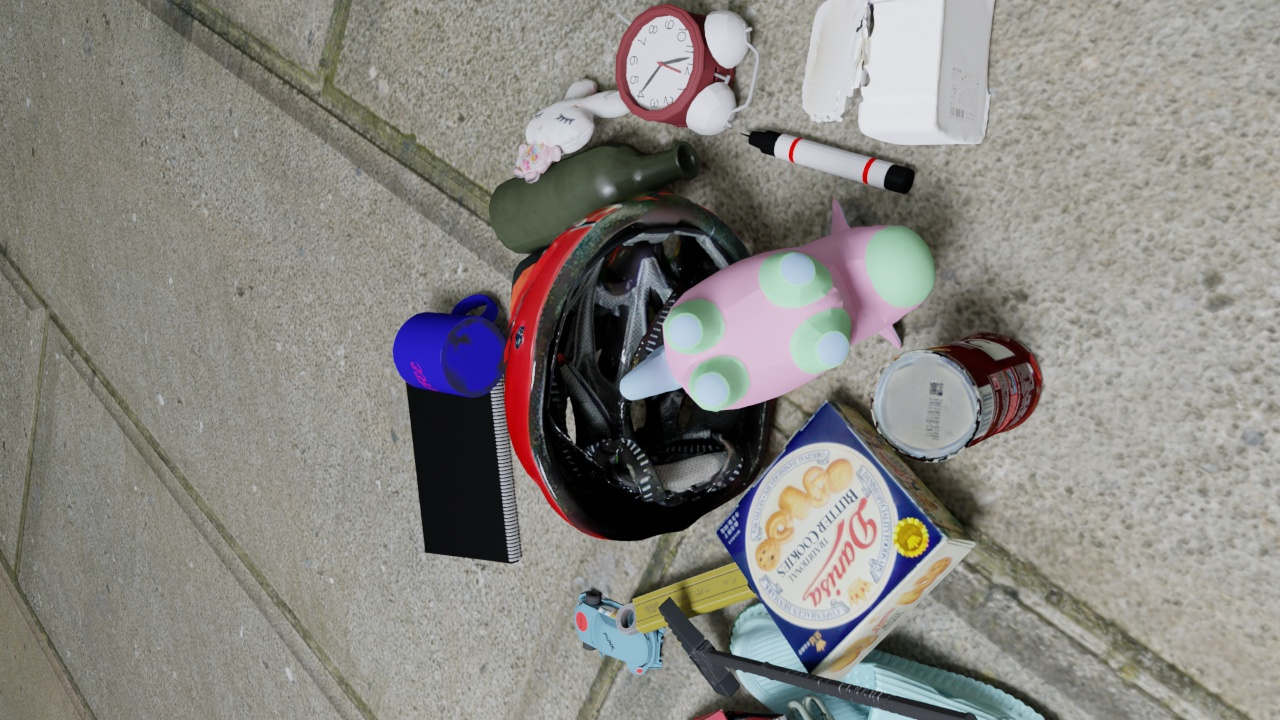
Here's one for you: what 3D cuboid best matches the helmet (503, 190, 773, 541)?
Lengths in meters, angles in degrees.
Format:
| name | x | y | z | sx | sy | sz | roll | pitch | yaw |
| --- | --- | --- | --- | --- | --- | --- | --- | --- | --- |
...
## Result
| name | x | y | z | sx | sy | sz | roll | pitch | yaw |
| --- | --- | --- | --- | --- | --- | --- | --- | --- | --- |
| helmet | -0.004 | 0.004 | 0.708 | 0.167 | 0.217 | 0.272 | 29 | 122 | 57 |

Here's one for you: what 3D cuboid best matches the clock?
| name | x | y | z | sx | sy | sz | roll | pitch | yaw |
| --- | --- | --- | --- | --- | --- | --- | --- | --- | --- |
| clock | 0.036 | -0.237 | 0.745 | 0.138 | 0.048 | 0.096 | 22 | 109 | 36 |

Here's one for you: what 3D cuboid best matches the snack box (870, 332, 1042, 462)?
| name | x | y | z | sx | sy | sz | roll | pitch | yaw |
| --- | --- | --- | --- | --- | --- | --- | --- | --- | --- |
| snack box | 0.206 | 0.021 | 0.595 | 0.072 | 0.121 | 0.072 | 6 | 99 | 39 |

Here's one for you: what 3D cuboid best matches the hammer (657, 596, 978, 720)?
| name | x | y | z | sx | sy | sz | roll | pitch | yaw |
| --- | --- | --- | --- | --- | --- | --- | --- | --- | --- |
| hammer | 0.107 | 0.214 | 0.631 | 0.095 | 0.015 | 0.326 | 54 | 155 | -6 |

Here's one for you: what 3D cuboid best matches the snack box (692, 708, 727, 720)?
| name | x | y | z | sx | sy | sz | roll | pitch | yaw |
| --- | --- | --- | --- | --- | --- | --- | --- | --- | --- |
| snack box | 0.084 | 0.363 | 0.773 | 0.133 | 0.021 | 0.089 | 58 | 158 | 17 |

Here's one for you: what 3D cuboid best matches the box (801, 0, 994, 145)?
| name | x | y | z | sx | sy | sz | roll | pitch | yaw |
| --- | --- | --- | --- | --- | --- | --- | --- | --- | --- |
| box | 0.158 | -0.200 | 0.620 | 0.130 | 0.102 | 0.110 | 6 | 99 | 40 |

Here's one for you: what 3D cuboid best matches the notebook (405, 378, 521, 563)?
| name | x | y | z | sx | sy | sz | roll | pitch | yaw |
| --- | --- | --- | --- | --- | --- | --- | --- | --- | --- |
| notebook | -0.194 | 0.111 | 0.993 | 0.149 | 0.016 | 0.206 | -4 | 93 | 40 |

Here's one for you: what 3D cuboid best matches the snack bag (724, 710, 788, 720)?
| name | x | y | z | sx | sy | sz | roll | pitch | yaw |
| --- | --- | --- | --- | --- | --- | --- | --- | --- | --- |
| snack bag | 0.103 | 0.316 | 0.728 | 0.074 | 0.018 | 0.155 | 62 | 162 | 12 |

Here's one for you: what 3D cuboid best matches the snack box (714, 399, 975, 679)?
| name | x | y | z | sx | sy | sz | roll | pitch | yaw |
| --- | --- | --- | --- | --- | --- | --- | --- | --- | --- |
| snack box | 0.142 | 0.129 | 0.673 | 0.145 | 0.042 | 0.145 | -54 | 45 | 19 |

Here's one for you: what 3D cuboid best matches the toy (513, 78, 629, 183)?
| name | x | y | z | sx | sy | sz | roll | pitch | yaw |
| --- | --- | --- | --- | --- | --- | --- | --- | --- | --- |
| toy | -0.067 | -0.203 | 0.797 | 0.076 | 0.125 | 0.037 | 25 | 153 | 40 |

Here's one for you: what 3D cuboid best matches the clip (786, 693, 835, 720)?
| name | x | y | z | sx | sy | sz | roll | pitch | yaw |
| --- | --- | --- | --- | --- | --- | --- | --- | --- | --- |
| clip | 0.136 | 0.275 | 0.664 | 0.076 | 0.047 | 0.023 | 47 | 130 | 43 |

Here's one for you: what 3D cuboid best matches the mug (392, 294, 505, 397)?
| name | x | y | z | sx | sy | sz | roll | pitch | yaw |
| --- | --- | --- | --- | --- | --- | --- | --- | --- | --- |
| mug | -0.183 | -0.020 | 0.924 | 0.084 | 0.079 | 0.111 | 7 | 59 | 43 |

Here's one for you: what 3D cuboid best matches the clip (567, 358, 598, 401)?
| name | x | y | z | sx | sy | sz | roll | pitch | yaw |
| --- | --- | --- | --- | --- | --- | --- | --- | --- | --- |
| clip | -0.055 | 0.016 | 0.865 | 0.062 | 0.025 | 0.047 | 3 | 97 | 36 |

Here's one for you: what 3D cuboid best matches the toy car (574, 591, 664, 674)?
| name | x | y | z | sx | sy | sz | roll | pitch | yaw |
| --- | --- | --- | --- | --- | --- | --- | --- | --- | --- |
| toy car | -0.028 | 0.259 | 0.870 | 0.108 | 0.027 | 0.060 | 11 | 102 | 37 |

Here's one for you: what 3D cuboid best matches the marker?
| name | x | y | z | sx | sy | sz | roll | pitch | yaw |
| --- | --- | --- | --- | --- | --- | --- | --- | --- | --- |
| marker | 0.136 | -0.154 | 0.694 | 0.146 | 0.019 | 0.019 | 26 | 111 | 33 |

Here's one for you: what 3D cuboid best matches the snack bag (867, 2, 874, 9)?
| name | x | y | z | sx | sy | sz | roll | pitch | yaw |
| --- | --- | --- | --- | --- | --- | --- | --- | --- | --- |
| snack bag | 0.181 | -0.324 | 0.593 | 0.206 | 0.096 | 0.058 | -38 | 50 | 34 |

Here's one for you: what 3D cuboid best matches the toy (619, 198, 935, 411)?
| name | x | y | z | sx | sy | sz | roll | pitch | yaw |
| --- | --- | --- | --- | --- | --- | --- | --- | --- | --- |
| toy | 0.095 | -0.029 | 0.616 | 0.222 | 0.171 | 0.120 | -24 | 92 | 10 |

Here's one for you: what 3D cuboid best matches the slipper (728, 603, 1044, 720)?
| name | x | y | z | sx | sy | sz | roll | pitch | yaw |
| --- | --- | --- | --- | --- | --- | --- | --- | --- | --- |
| slipper | 0.173 | 0.268 | 0.688 | 0.276 | 0.069 | 0.116 | 18 | 109 | 36 |

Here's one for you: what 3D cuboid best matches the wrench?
| name | x | y | z | sx | sy | sz | roll | pitch | yaw |
| --- | --- | --- | --- | --- | --- | --- | --- | --- | --- |
| wrench | 0.079 | 0.189 | 0.763 | 0.274 | 0.018 | 0.083 | -30 | 51 | 34 |

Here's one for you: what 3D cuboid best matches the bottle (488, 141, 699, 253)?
| name | x | y | z | sx | sy | sz | roll | pitch | yaw |
| --- | --- | --- | --- | --- | --- | --- | --- | --- | --- |
| bottle | -0.041 | -0.147 | 0.803 | 0.207 | 0.071 | 0.071 | -10 | 89 | 39 |

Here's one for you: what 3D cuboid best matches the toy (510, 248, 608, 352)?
| name | x | y | z | sx | sy | sz | roll | pitch | yaw |
| --- | --- | --- | --- | --- | --- | --- | --- | --- | --- |
| toy | -0.072 | -0.058 | 0.826 | 0.119 | 0.099 | 0.098 | 52 | 159 | 42 |
